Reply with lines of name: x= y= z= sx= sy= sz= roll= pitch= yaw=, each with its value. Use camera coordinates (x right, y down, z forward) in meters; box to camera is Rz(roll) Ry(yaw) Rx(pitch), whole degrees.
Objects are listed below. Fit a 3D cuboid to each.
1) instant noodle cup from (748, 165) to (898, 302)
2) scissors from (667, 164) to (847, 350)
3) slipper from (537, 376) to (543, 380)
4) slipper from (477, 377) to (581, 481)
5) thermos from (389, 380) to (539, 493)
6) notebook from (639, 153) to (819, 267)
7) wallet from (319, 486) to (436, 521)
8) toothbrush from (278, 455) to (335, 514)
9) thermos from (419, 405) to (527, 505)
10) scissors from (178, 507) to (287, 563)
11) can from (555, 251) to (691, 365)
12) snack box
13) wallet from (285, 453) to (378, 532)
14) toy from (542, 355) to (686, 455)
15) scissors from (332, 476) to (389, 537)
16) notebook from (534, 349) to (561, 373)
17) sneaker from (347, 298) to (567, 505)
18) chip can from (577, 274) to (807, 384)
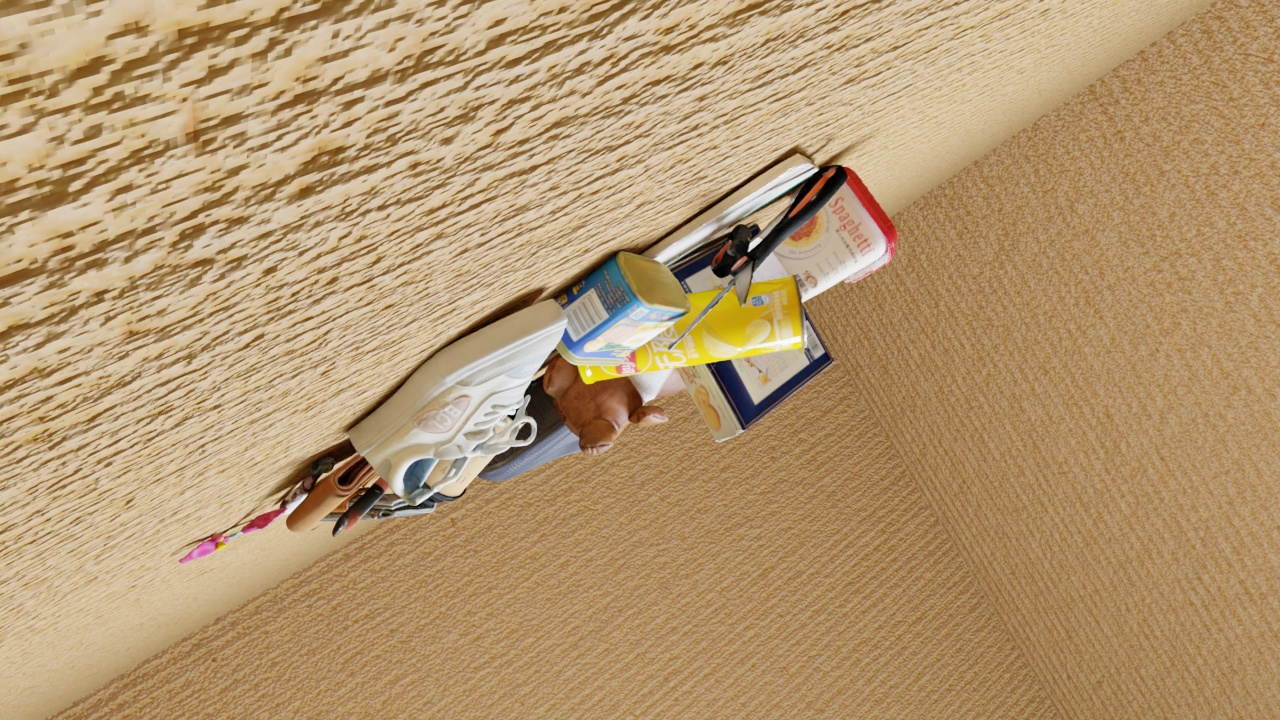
instant noodle cup: x=0.173 y=-0.116 z=0.931 sx=0.124 sy=0.116 sz=0.117 roll=-35 pitch=179 yaw=-18
scissors: x=0.096 y=-0.094 z=0.790 sx=0.232 sy=0.021 sz=0.221 roll=-43 pitch=-169 yaw=1
slipper: x=-0.132 y=0.071 z=1.340 sx=0.252 sy=0.095 sz=0.105 roll=-28 pitch=180 yaw=-5
slipper: x=-0.084 y=0.066 z=1.116 sx=0.268 sy=0.083 sz=0.110 roll=-35 pitch=-140 yaw=-7
thermos: x=-0.207 y=0.087 z=1.158 sx=0.241 sy=0.068 sz=0.090 roll=-31 pitch=159 yaw=-44
notebook: x=0.062 y=-0.118 z=0.818 sx=0.209 sy=0.012 sz=0.150 roll=-31 pitch=179 yaw=18
wallet: x=-0.312 y=0.161 z=1.029 sx=0.130 sy=0.037 sz=0.106 roll=-5 pitch=171 yaw=14
toothbrush: x=-0.329 y=0.125 z=0.891 sx=0.017 sy=0.016 sz=0.188 roll=-19 pitch=170 yaw=-39
thermos: x=-0.197 y=0.090 z=1.024 sx=0.143 sy=0.093 sz=0.093 roll=-39 pitch=175 yaw=17
scissors: x=-0.404 y=0.173 z=0.925 sx=0.135 sy=0.017 sz=0.133 roll=-27 pitch=180 yaw=9
can: x=-0.018 y=-0.041 z=0.746 sx=0.083 sy=0.057 sz=0.102 roll=-35 pitch=164 yaw=23
snack box: x=0.105 y=-0.034 z=0.979 sx=0.182 sy=0.178 sz=0.046 roll=-31 pitch=-177 yaw=-39
wallet: x=-0.272 y=0.109 z=0.869 sx=0.132 sy=0.031 sz=0.107 roll=-34 pitch=-173 yaw=44
toy: x=-0.006 y=0.006 z=1.000 sx=0.199 sy=0.140 sz=0.130 roll=-32 pitch=175 yaw=-11
scissors: x=-0.221 y=0.094 z=0.865 sx=0.223 sy=0.015 sz=0.189 roll=-46 pitch=-174 yaw=0
notebook: x=-0.042 y=-0.042 z=1.138 sx=0.208 sy=0.008 sz=0.147 roll=-32 pitch=177 yaw=19
sneaker: x=-0.136 y=0.042 z=0.722 sx=0.243 sy=0.090 sz=0.089 roll=-34 pitch=178 yaw=34
chip can: x=0.045 y=-0.028 z=0.863 sx=0.213 sy=0.072 sz=0.072 roll=-8 pitch=180 yaw=6
